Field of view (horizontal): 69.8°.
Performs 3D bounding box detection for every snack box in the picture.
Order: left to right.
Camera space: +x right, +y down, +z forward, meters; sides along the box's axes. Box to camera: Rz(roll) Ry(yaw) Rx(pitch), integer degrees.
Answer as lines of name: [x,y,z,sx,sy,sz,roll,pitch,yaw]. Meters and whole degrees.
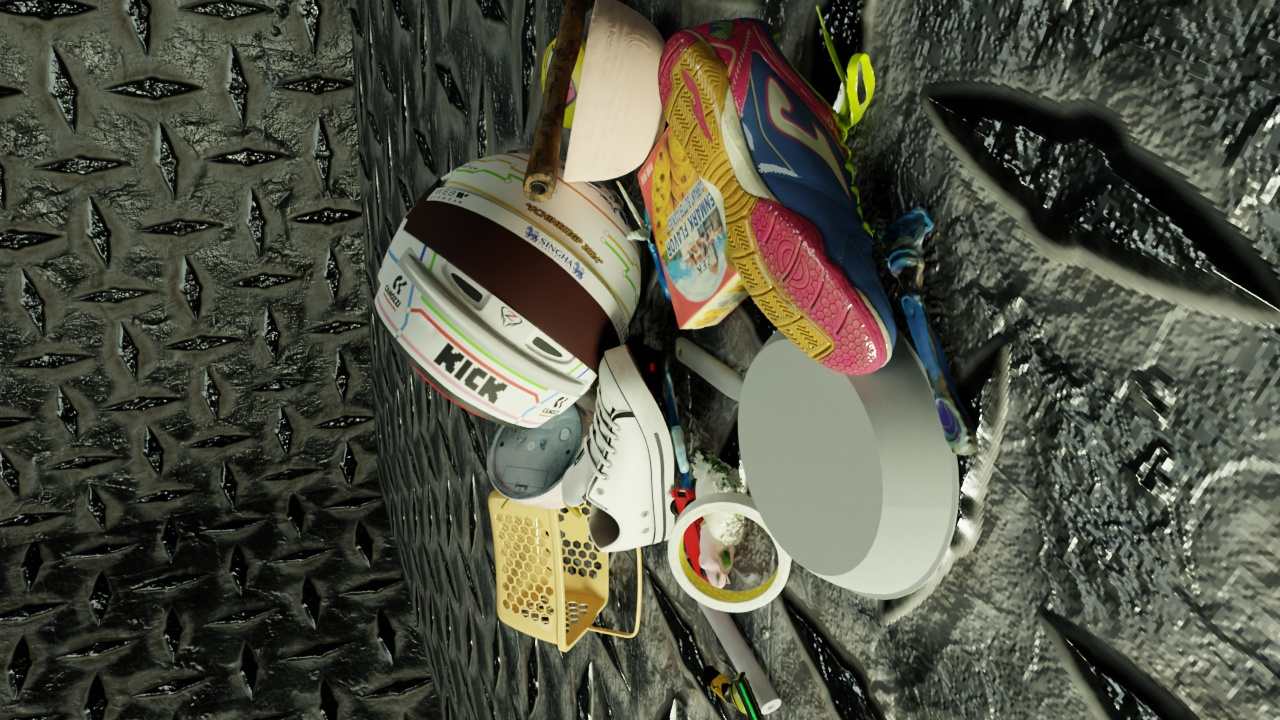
snack box: [0.053,-0.115,0.704,0.143,0.040,0.145,136,123,-63]

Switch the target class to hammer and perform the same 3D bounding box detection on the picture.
hammer: [-0.062,-0.266,0.773,0.120,0.033,0.329,112,167,-53]

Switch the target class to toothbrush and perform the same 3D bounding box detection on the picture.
toothbrush: [0.070,0.228,0.813,0.188,0.019,0.018,55,165,45]

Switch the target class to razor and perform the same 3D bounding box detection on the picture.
razor: [0.075,0.282,0.789,0.144,0.021,0.044,127,121,-78]
razor: [0.161,-0.015,0.512,0.044,0.018,0.141,143,116,-64]

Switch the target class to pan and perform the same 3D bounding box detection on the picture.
pan: [0.092,0.038,0.671,0.357,0.050,0.201,31,126,59]

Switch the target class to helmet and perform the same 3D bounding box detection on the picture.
helmet: [-0.113,-0.079,0.863,0.236,0.231,0.314,-53,14,-3]

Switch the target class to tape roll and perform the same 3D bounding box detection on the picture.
tape roll: [0.068,0.147,0.704,0.019,0.094,0.094,-51,-38,-67]

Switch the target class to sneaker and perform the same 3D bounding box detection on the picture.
sneaker: [-0.029,0.092,0.843,0.246,0.097,0.091,87,163,-47]
sneaker: [0.101,-0.108,0.549,0.241,0.091,0.116,64,157,14]

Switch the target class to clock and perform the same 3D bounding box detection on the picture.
clock: [-0.090,0.080,0.952,0.117,0.059,0.157,1,64,33]

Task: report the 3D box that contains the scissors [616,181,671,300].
scissors: [0.011,-0.098,0.773,0.129,0.014,0.119,-31,-75,-74]

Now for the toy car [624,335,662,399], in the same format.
toy car: [-0.005,0.005,0.891,0.092,0.036,0.042,-142,48,-59]

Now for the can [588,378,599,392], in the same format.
can: [-0.063,0.048,1.021,0.053,0.053,0.101,136,123,-63]

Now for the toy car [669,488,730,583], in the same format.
toy car: [0.051,0.157,0.814,0.038,0.025,0.089,-15,89,67]

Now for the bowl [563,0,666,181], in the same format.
bowl: [-0.015,-0.217,0.759,0.153,0.076,0.153,-172,92,-84]

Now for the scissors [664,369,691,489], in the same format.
scissors: [0.032,0.067,0.814,0.130,0.013,0.125,-109,7,-70]

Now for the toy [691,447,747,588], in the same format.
toy: [0.066,0.130,0.755,0.095,0.041,0.109,-129,41,-76]

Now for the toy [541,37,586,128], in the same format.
toy: [-0.072,-0.287,0.941,0.094,0.041,0.096,46,138,46]

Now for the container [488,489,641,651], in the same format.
container: [-0.073,0.216,1.036,0.167,0.129,0.183,4,105,24]
